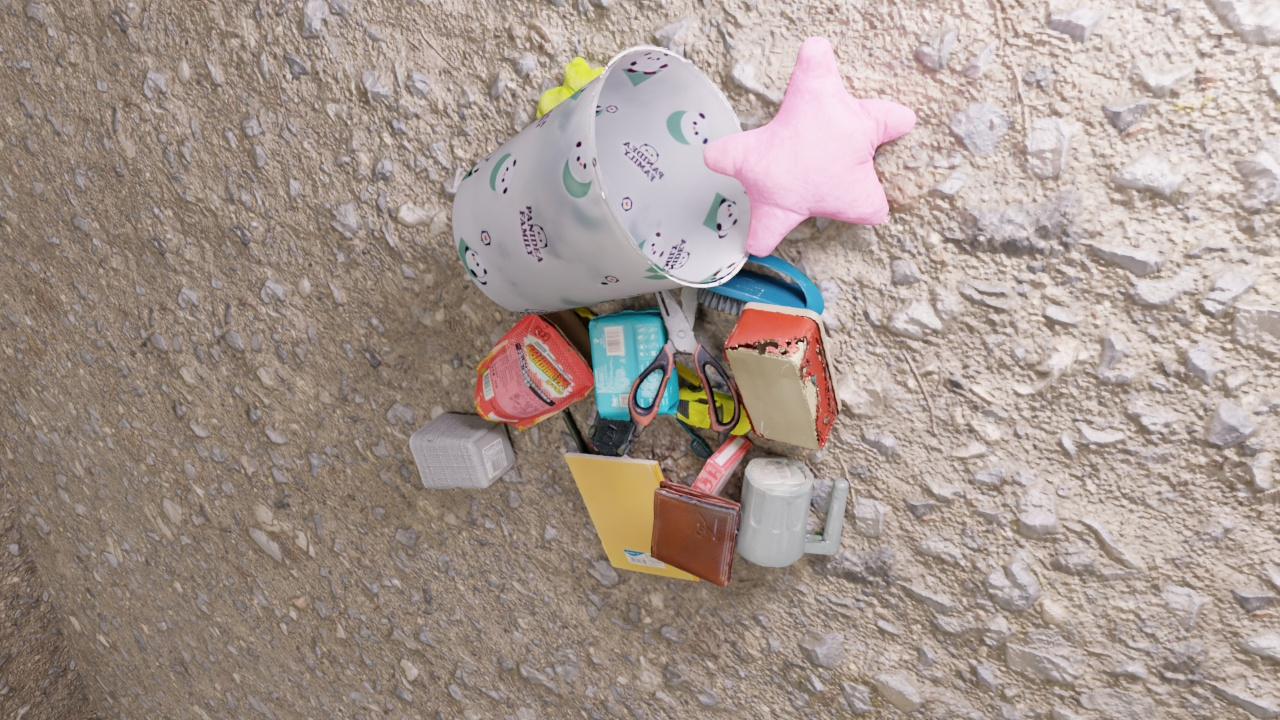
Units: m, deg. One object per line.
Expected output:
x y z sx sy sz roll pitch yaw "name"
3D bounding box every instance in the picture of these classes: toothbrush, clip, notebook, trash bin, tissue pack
-0.007 -0.018 1.112 0.190 0.015 0.017 31 133 17 "toothbrush"
0.106 0.032 1.057 0.058 0.025 0.036 19 118 31 "clip"
-0.010 0.209 1.220 0.146 0.010 0.206 1 125 34 "notebook"
-0.046 -0.160 0.937 0.253 0.228 0.229 -13 107 45 "trash bin"
-0.006 0.006 1.073 0.093 0.050 0.133 -2 98 16 "tissue pack"
0.021 0.049 1.120 0.191 0.018 0.016 48 146 -4 "toothbrush"
-0.105 0.069 1.230 0.017 0.012 0.186 -15 106 45 "toothbrush"

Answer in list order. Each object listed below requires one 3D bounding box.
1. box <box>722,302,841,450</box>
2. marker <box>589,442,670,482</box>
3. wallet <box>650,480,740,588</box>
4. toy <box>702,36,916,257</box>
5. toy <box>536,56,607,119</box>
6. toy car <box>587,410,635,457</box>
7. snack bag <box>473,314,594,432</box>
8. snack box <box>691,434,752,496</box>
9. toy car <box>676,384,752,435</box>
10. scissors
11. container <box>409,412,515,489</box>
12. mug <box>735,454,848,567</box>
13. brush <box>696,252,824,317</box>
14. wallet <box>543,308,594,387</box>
0.148 0.026 0.947 0.091 0.078 0.168 11 147 30 "box"
-0.005 0.141 1.197 0.145 0.017 0.017 30 128 18 "marker"
0.063 0.205 1.078 0.101 0.032 0.125 15 125 18 "wallet"
0.160 -0.178 0.858 0.178 0.074 0.195 39 111 -10 "toy"
-0.069 -0.278 1.001 0.097 0.031 0.100 27 127 17 "toy"
-0.028 0.071 1.161 0.054 0.036 0.121 29 127 15 "toy car"
-0.140 0.018 1.164 0.128 0.073 0.208 56 140 1 "snack bag"
0.079 0.158 1.111 0.025 0.075 0.153 37 130 14 "snack box"
0.087 0.061 1.081 0.105 0.032 0.048 11 120 28 "toy car"
0.047 -0.005 1.029 0.189 0.015 0.226 31 96 -3 "scissors"
-0.251 0.130 1.314 0.114 0.090 0.090 -2 114 32 "container"
0.174 0.175 1.062 0.124 0.083 0.103 4 119 3 "mug"
0.125 -0.077 0.963 0.144 0.055 0.074 21 126 24 "brush"
-0.086 -0.015 1.148 0.115 0.033 0.090 52 146 0 "wallet"
